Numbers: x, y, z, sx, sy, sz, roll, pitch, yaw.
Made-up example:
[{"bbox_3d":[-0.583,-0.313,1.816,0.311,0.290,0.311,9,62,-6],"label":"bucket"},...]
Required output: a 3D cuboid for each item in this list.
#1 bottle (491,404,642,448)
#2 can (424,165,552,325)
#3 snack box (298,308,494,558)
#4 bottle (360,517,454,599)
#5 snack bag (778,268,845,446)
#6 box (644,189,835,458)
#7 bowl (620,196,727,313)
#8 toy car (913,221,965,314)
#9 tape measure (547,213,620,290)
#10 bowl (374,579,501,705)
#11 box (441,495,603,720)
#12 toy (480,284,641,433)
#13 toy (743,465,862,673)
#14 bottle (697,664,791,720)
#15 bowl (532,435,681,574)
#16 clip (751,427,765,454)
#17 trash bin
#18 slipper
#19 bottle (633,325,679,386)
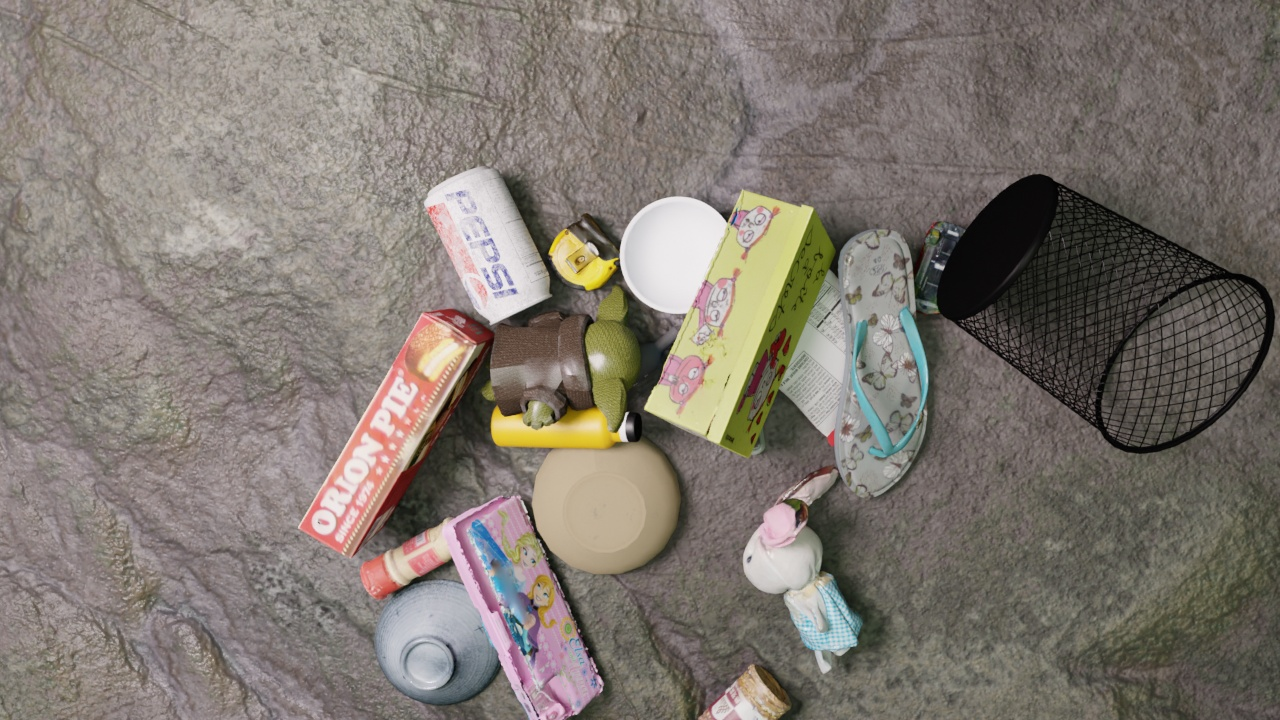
[{"bbox_3d":[-0.071,0.064,0.892,0.144,0.043,0.043,0,96,17],"label":"bottle"},{"bbox_3d":[-0.143,-0.109,0.874,0.078,0.078,0.136,-25,95,3],"label":"can"},{"bbox_3d":[-0.227,0.064,0.878,0.060,0.113,0.236,32,96,-2],"label":"snack box"},{"bbox_3d":[-0.227,0.200,0.928,0.109,0.044,0.044,-29,95,3],"label":"bottle"},{"bbox_3d":[0.179,-0.010,0.900,0.144,0.039,0.131,40,93,-4],"label":"snack bag"},{"bbox_3d":[0.097,-0.031,0.836,0.081,0.124,0.221,24,85,23],"label":"box"},{"bbox_3d":[0.035,-0.102,0.891,0.110,0.040,0.110,0,96,0],"label":"bowl"},{"bbox_3d":[0.286,-0.089,0.891,0.042,0.036,0.091,18,92,-2],"label":"toy car"},{"bbox_3d":[-0.056,-0.100,0.894,0.064,0.037,0.065,-40,94,4],"label":"tape measure"},{"bbox_3d":[-0.210,0.297,0.931,0.137,0.057,0.137,0,96,1],"label":"bowl"},{"bbox_3d":[-0.110,0.249,0.912,0.084,0.053,0.230,-27,97,-37],"label":"box"},{"bbox_3d":[-0.075,0.005,0.866,0.153,0.179,0.078,-5,138,7],"label":"toy"},{"bbox_3d":[0.159,0.216,0.914,0.106,0.130,0.205,-9,106,32],"label":"toy"},{"bbox_3d":[0.098,0.366,0.935,0.056,0.056,0.105,44,95,-4],"label":"bottle"},{"bbox_3d":[-0.035,0.145,0.915,0.152,0.050,0.152,0,96,1],"label":"bowl"},{"bbox_3d":[0.112,0.059,0.915,0.023,0.059,0.076,-5,110,3],"label":"clip"},{"bbox_3d":[0.394,-0.049,0.811,0.210,0.184,0.184,30,96,-8],"label":"trash bin"},{"bbox_3d":[0.238,0.010,0.870,0.098,0.055,0.269,-10,107,-18],"label":"slipper"},{"bbox_3d":[-0.005,0.005,0.909,0.113,0.030,0.030,-39,94,5],"label":"bottle"}]
